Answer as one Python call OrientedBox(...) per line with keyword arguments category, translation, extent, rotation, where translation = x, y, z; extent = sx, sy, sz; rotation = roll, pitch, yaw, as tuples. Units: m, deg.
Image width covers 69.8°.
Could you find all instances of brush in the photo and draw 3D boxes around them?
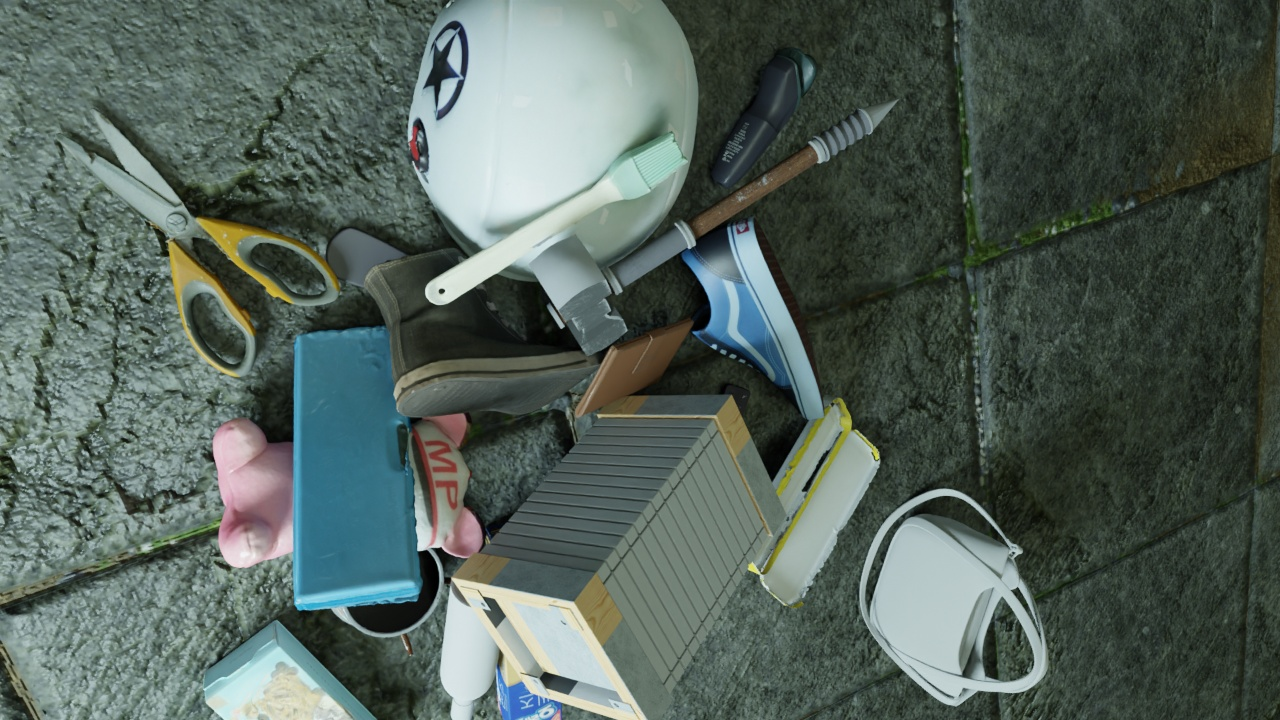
OrientedBox(category="brush", translation=(-0.064, -0.101, 0.674), extent=(0.218, 0.012, 0.033), rotation=(-30, 129, 5))

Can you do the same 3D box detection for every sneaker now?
OrientedBox(category="sneaker", translation=(-0.124, -0.021, 0.783), extent=(0.234, 0.095, 0.119), rotation=(-2, 63, -49))
OrientedBox(category="sneaker", translation=(0.109, -0.030, 0.914), extent=(0.098, 0.083, 0.241), rotation=(-19, 124, 19))

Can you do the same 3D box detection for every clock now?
OrientedBox(category="clock", translation=(-0.236, 0.186, 0.816), extent=(0.148, 0.056, 0.103), rotation=(47, 73, -28))

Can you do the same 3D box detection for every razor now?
OrientedBox(category="razor", translation=(0.114, -0.227, 0.864), extent=(0.143, 0.047, 0.052), rotation=(-55, 143, 2))

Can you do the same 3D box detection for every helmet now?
OrientedBox(category="helmet", translation=(-0.055, -0.181, 0.732), extent=(0.236, 0.164, 0.264), rotation=(5, 104, -24))

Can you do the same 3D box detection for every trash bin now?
OrientedBox(category="trash bin", translation=(-0.009, 0.162, 0.806), extent=(0.246, 0.143, 0.142), rotation=(-48, 122, -38))

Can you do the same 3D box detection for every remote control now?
OrientedBox(category="remote control", translation=(0.078, 0.091, 0.954), extent=(0.032, 0.015, 0.136), rotation=(16, 96, -27))
OrientedBox(category="remote control", translation=(-0.206, -0.073, 0.781), extent=(0.124, 0.009, 0.046), rotation=(22, 95, -28))

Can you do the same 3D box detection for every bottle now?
OrientedBox(category="bottle", translation=(-0.158, 0.273, 0.856), extent=(0.052, 0.052, 0.196), rotation=(-4, 129, -24))

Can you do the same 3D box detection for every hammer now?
OrientedBox(category="hammer", translation=(0.068, -0.120, 0.725), extent=(0.322, 0.156, 0.043), rotation=(-32, 74, -2))

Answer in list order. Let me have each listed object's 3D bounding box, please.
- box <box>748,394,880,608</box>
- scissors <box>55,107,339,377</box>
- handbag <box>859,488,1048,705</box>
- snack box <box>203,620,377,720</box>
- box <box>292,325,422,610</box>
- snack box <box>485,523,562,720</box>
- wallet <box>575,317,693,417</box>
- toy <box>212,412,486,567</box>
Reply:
OrientedBox(category="box", translation=(0.182, 0.148, 0.978), extent=(0.130, 0.039, 0.209), rotation=(49, 64, -31))
OrientedBox(category="scissors", translation=(-0.352, -0.084, 0.708), extent=(0.225, 0.016, 0.162), rotation=(36, 91, -25))
OrientedBox(category="handbag", translation=(0.356, 0.271, 1.015), extent=(0.095, 0.223, 0.216), rotation=(10, 101, -28))
OrientedBox(category="snack box", translation=(-0.305, 0.322, 0.828), extent=(0.075, 0.053, 0.175), rotation=(-36, 115, -10))
OrientedBox(category="box", translation=(-0.222, 0.079, 0.717), extent=(0.093, 0.231, 0.049), rotation=(-8, 150, -10))
OrientedBox(category="snack box", translation=(-0.113, 0.262, 0.894), extent=(0.056, 0.057, 0.207), rotation=(-9, 108, -22))
OrientedBox(category="wallet", translation=(-0.005, 0.005, 0.844), extent=(0.120, 0.013, 0.088), rotation=(-22, 149, -50))
OrientedBox(category="toy", translation=(-0.238, 0.106, 0.766), extent=(0.212, 0.084, 0.141), rotation=(-4, 63, -26))
